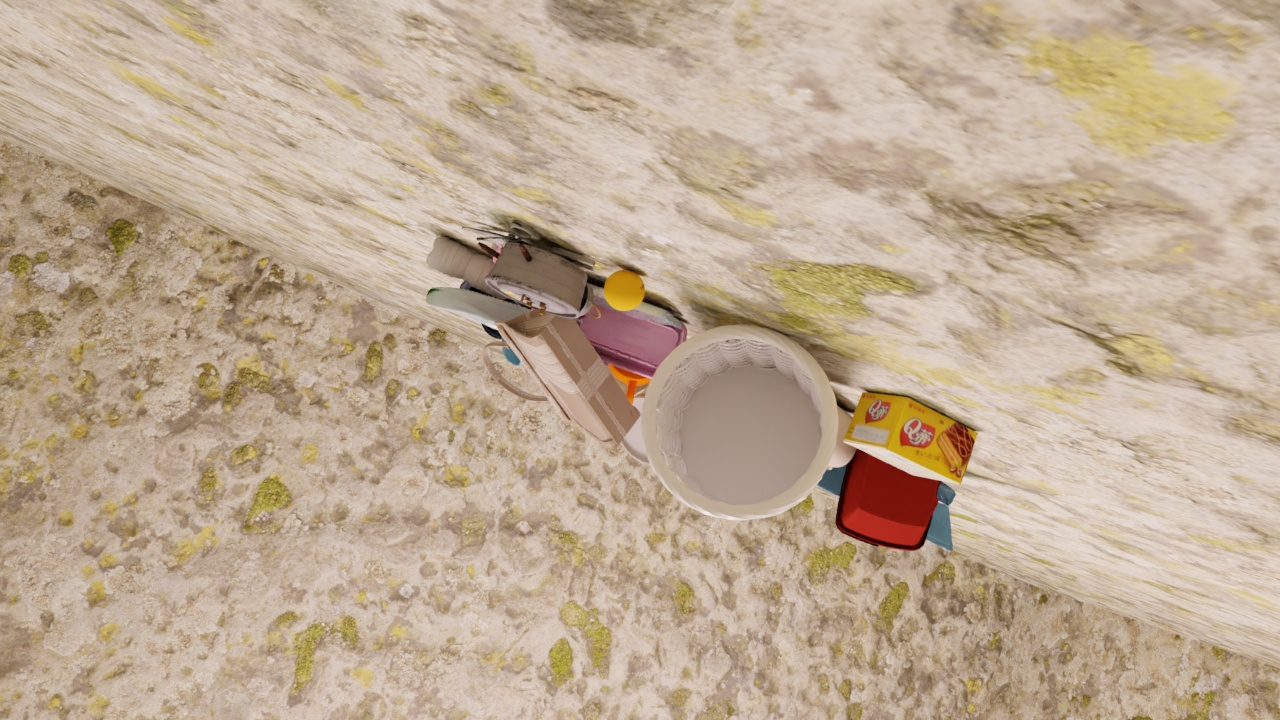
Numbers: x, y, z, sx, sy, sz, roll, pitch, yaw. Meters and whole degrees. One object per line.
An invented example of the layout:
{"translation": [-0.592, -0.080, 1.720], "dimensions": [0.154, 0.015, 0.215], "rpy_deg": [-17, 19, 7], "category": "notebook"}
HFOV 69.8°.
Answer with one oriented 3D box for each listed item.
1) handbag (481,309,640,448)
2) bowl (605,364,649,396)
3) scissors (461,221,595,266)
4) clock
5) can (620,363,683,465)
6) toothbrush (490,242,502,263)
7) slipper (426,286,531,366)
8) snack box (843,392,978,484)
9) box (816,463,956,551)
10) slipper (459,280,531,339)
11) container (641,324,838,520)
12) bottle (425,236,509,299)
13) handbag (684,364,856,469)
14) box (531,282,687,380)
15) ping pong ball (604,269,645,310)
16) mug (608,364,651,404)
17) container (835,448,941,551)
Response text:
{"translation": [-0.123, 0.017, 1.113], "dimensions": [0.198, 0.062, 0.176], "rpy_deg": [2, 134, 45], "category": "handbag"}
{"translation": [-0.033, 0.012, 1.304], "dimensions": [0.075, 0.150, 0.151], "rpy_deg": [63, 169, -4], "category": "bowl"}
{"translation": [-0.120, -0.120, 0.957], "dimensions": [0.130, 0.014, 0.153], "rpy_deg": [25, 171, -17], "category": "scissors"}
{"translation": [-0.096, -0.075, 0.952], "dimensions": [0.147, 0.056, 0.104], "rpy_deg": [26, 170, -40], "category": "clock"}
{"translation": [0.044, 0.072, 1.290], "dimensions": [0.099, 0.099, 0.143], "rpy_deg": [20, -151, 25], "category": "can"}
{"translation": [-0.166, -0.122, 1.089], "dimensions": [0.021, 0.016, 0.135], "rpy_deg": [23, 173, 0], "category": "toothbrush"}
{"translation": [-0.164, -0.033, 1.195], "dimensions": [0.245, 0.074, 0.104], "rpy_deg": [20, 176, -21], "category": "slipper"}
{"translation": [0.291, 0.083, 0.988], "dimensions": [0.105, 0.061, 0.084], "rpy_deg": [25, 173, -20], "category": "snack box"}
{"translation": [0.353, 0.167, 1.336], "dimensions": [0.231, 0.060, 0.175], "rpy_deg": [26, -156, -10], "category": "box"}
{"translation": [-0.206, -0.075, 1.323], "dimensions": [0.109, 0.083, 0.265], "rpy_deg": [20, 175, 6], "category": "slipper"}
{"translation": [0.110, 0.074, 0.969], "dimensions": [0.189, 0.189, 0.187], "rpy_deg": [21, 175, 14], "category": "container"}
{"translation": [-0.203, -0.112, 1.167], "dimensions": [0.136, 0.044, 0.044], "rpy_deg": [24, 174, -13], "category": "bottle"}
{"translation": [0.159, 0.073, 1.179], "dimensions": [0.209, 0.103, 0.210], "rpy_deg": [15, 171, 37], "category": "handbag"}
{"translation": [-0.052, -0.047, 1.051], "dimensions": [0.201, 0.111, 0.101], "rpy_deg": [21, -161, 21], "category": "box"}
{"translation": [-0.016, -0.068, 0.895], "dimensions": [0.040, 0.040, 0.040], "rpy_deg": [23, 174, 2], "category": "ping pong ball"}
{"translation": [-0.007, 0.007, 1.164], "dimensions": [0.077, 0.112, 0.096], "rpy_deg": [11, 174, -1], "category": "mug"}
{"translation": [0.329, 0.171, 1.201], "dimensions": [0.127, 0.148, 0.201], "rpy_deg": [14, 163, 11], "category": "container"}
